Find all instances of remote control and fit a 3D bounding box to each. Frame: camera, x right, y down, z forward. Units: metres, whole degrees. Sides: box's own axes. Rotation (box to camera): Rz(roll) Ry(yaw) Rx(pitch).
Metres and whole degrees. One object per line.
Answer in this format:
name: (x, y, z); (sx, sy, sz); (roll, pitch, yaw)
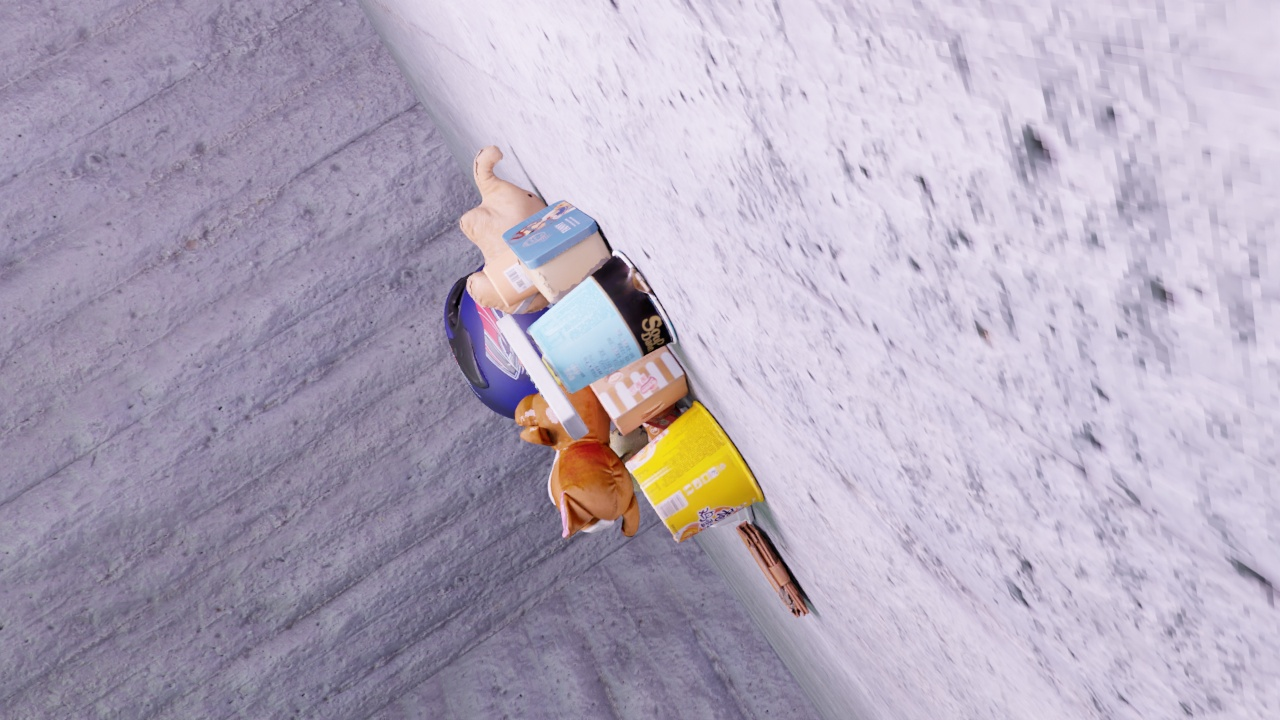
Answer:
remote control: (-0.095, 0.017, 0.885); (0.135, 0.019, 0.056); (54, 175, 25)

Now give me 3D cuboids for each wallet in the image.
wallet: (0.180, 0.284, 1.256); (0.132, 0.031, 0.108); (56, 178, 1)

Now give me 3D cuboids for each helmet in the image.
helmet: (-0.196, -0.060, 1.528); (0.315, 0.246, 0.241); (59, 150, 19)

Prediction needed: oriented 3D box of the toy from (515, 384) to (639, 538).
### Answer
toy: (-0.075, 0.120, 1.086); (0.140, 0.131, 0.199); (0, -126, -41)

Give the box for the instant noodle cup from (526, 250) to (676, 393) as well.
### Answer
instant noodle cup: (-0.044, -0.032, 0.907); (0.111, 0.120, 0.111); (56, 175, 7)

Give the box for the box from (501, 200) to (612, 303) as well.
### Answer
box: (-0.090, -0.120, 0.996); (0.060, 0.089, 0.184); (60, 172, -22)

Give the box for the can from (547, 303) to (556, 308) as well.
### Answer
can: (-0.132, -0.133, 1.364); (0.075, 0.075, 0.111); (54, 175, 31)

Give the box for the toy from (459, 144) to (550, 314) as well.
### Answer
toy: (-0.173, -0.174, 1.240); (0.083, 0.143, 0.226); (-13, 81, 50)

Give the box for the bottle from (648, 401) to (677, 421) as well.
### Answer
bottle: (-0.007, 0.007, 1.172); (0.060, 0.060, 0.206); (60, 180, -30)

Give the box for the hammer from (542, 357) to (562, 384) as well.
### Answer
hammer: (-0.083, -0.044, 1.161); (0.322, 0.032, 0.126); (-75, -31, -73)

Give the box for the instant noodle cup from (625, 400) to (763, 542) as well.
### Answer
instant noodle cup: (0.057, 0.132, 1.040); (0.138, 0.109, 0.138); (56, 176, 5)

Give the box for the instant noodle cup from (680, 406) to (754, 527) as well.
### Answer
instant noodle cup: (0.083, 0.153, 1.206); (0.138, 0.060, 0.173); (54, 176, 28)

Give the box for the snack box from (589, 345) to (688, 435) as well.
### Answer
snack box: (-0.010, 0.015, 1.036); (0.094, 0.092, 0.077); (55, 175, 19)

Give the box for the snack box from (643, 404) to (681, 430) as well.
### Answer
snack box: (-0.002, 0.053, 1.220); (0.152, 0.025, 0.075); (24, -160, -45)

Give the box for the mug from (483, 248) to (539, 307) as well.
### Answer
mug: (-0.132, -0.123, 1.161); (0.078, 0.122, 0.078); (55, 174, 8)

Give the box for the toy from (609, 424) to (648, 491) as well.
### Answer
toy: (0.013, 0.141, 1.165); (0.105, 0.066, 0.157); (-9, -128, -49)

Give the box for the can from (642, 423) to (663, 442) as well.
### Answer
can: (0.030, 0.092, 1.331); (0.147, 0.058, 0.058); (57, 175, -5)
